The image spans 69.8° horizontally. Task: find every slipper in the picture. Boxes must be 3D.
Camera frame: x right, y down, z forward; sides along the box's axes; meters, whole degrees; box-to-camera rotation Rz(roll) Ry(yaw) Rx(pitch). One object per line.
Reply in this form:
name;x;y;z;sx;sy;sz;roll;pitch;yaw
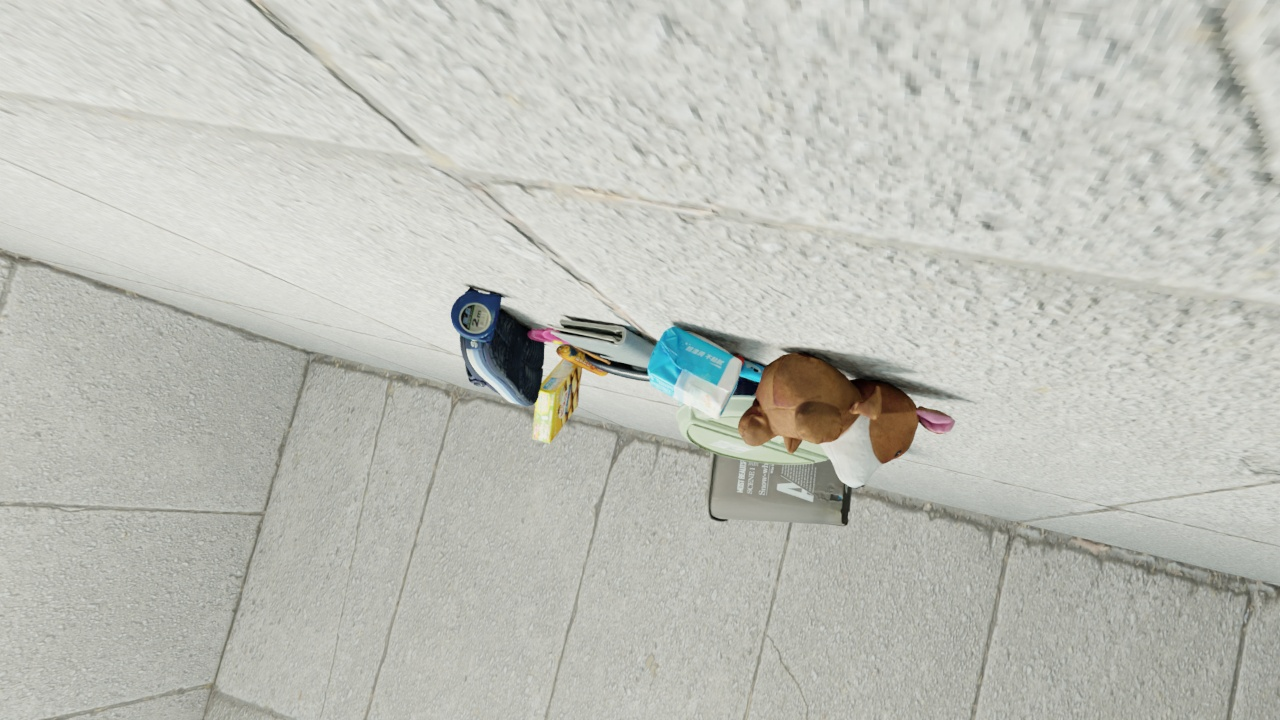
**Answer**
slipper;-0.194;-0.003;1.219;0.095;0.105;0.253;6;169;11

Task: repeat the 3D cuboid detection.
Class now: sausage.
sausage;-0.085;0.001;1.378;0.021;0.021;0.165;11;173;25

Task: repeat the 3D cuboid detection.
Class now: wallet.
wallet;-0.034;-0.015;1.092;0.107;0.037;0.129;10;171;29

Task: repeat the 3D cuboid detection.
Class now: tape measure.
tape measure;-0.184;-0.051;1.026;0.054;0.058;0.025;13;173;-6

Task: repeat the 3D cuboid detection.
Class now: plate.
plate;0.157;0.094;1.174;0.230;0.027;0.230;8;159;3

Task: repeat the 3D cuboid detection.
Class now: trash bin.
trash bin;0.239;0.184;1.534;0.220;0.199;0.198;5;170;19

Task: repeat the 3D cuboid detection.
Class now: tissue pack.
tissue pack;0.058;0.012;0.969;0.090;0.063;0.140;27;174;7

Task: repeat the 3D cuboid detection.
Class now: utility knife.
utility knife;0.170;0.028;1.090;0.185;0.018;0.034;19;171;-41

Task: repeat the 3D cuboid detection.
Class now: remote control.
remote control;-0.007;0.007;1.172;0.136;0.024;0.053;12;-149;24

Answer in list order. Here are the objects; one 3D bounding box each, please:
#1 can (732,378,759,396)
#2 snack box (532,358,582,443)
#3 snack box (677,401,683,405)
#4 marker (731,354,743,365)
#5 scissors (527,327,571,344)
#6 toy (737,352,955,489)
can;0.170;0.068;1.211;0.148;0.049;0.075;18;158;-21
snack box;-0.125;0.056;1.399;0.034;0.087;0.140;14;-156;12
snack box;0.113;0.068;1.333;0.074;0.051;0.175;26;177;17
marker;0.078;0.002;1.071;0.017;0.017;0.145;17;172;-24
scissors;-0.077;-0.025;1.207;0.137;0.017;0.077;13;166;-27
toy;0.207;0.064;0.927;0.199;0.130;0.140;8;173;-37
